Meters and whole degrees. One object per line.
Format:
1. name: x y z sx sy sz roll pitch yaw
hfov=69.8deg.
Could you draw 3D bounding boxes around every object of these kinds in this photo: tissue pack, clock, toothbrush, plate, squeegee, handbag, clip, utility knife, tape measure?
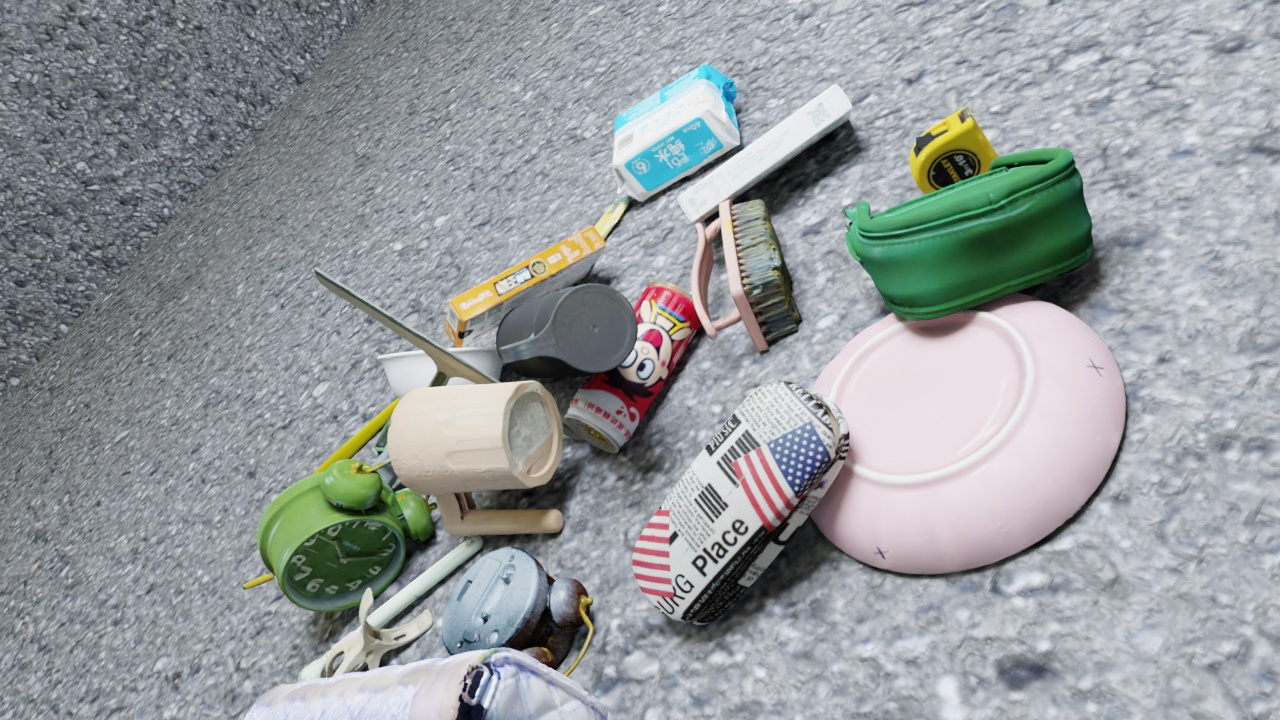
1. tissue pack: 0.033 -0.223 0.904 0.140 0.063 0.089 -26 40 26
2. clock: -0.239 0.140 0.758 0.161 0.116 0.056 -46 46 3
3. toothbrush: -0.270 0.059 0.957 0.190 0.015 0.016 -43 30 2
4. plate: 0.170 0.028 0.529 0.193 0.039 0.192 -27 38 23
5. squeegee: -0.199 0.058 0.802 0.247 0.246 0.039 -51 10 39
6. handbag: 0.195 -0.084 0.562 0.131 0.068 0.120 -21 22 3
7. clip: -0.210 0.224 0.709 0.097 0.060 0.034 -53 33 7
8. utility knife: -0.060 -0.098 0.916 0.031 0.019 0.177 6 63 55
9. handbag: -0.124 0.226 0.535 0.194 0.134 0.075 -21 40 30
10. toothbrush: -0.200 0.201 0.738 0.189 0.020 0.029 -40 41 4
11. tape measure: 0.218 -0.142 0.642 0.057 0.060 0.028 -30 38 28
12. clock: -0.079 0.175 0.611 0.122 0.055 0.082 6 58 47

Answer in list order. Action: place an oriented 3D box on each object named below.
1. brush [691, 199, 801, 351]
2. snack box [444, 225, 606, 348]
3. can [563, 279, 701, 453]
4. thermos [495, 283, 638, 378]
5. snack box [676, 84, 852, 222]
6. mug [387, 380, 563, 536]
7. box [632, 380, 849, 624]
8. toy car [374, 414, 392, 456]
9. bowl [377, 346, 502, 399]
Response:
1. brush: 0.075 -0.074 0.710 0.073 0.063 0.145 -20 40 15
2. snack box: -0.105 -0.067 0.838 0.153 0.026 0.075 -32 -6 -22
3. can: -0.004 0.004 0.715 0.053 0.053 0.132 10 61 49
4. thermos: -0.074 -0.018 0.704 0.090 0.068 0.243 -14 2 -15
5. snack box: 0.106 -0.172 0.778 0.157 0.027 0.084 -33 2 14
6. mug: -0.117 0.077 0.693 0.104 0.125 0.084 -6 17 29
7. box: 0.052 0.084 0.531 0.164 0.077 0.074 -52 38 18
8. toy car: -0.222 0.062 0.890 0.043 0.036 0.091 -6 46 43
9. bowl: -0.179 0.024 0.847 0.118 0.118 0.064 -7 87 41
